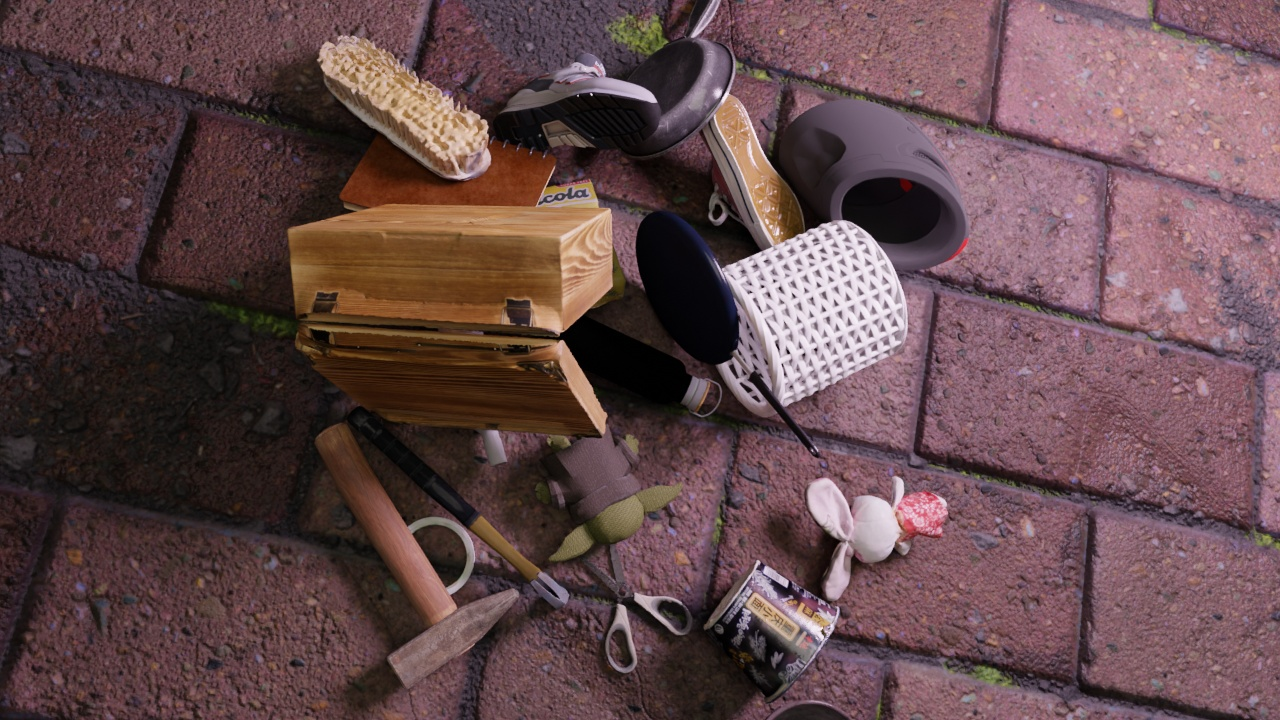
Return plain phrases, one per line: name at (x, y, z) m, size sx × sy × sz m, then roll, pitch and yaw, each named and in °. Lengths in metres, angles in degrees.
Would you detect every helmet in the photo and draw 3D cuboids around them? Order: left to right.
helmet at (0.301, -0.240, 1.192) m, size 0.264 × 0.165 × 0.169 m, roll 26°, pitch 40°, yaw -16°

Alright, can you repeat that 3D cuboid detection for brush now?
brush at (-0.293, -0.313, 1.136) m, size 0.271 × 0.057 × 0.083 m, roll 38°, pitch 64°, yaw 17°

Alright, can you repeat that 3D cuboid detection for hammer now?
hammer at (-0.277, 0.201, 1.052) m, size 0.157 × 0.037 × 0.301 m, roll -32°, pitch 85°, yaw -14°
hammer at (-0.211, 0.170, 1.061) m, size 0.333 × 0.118 × 0.025 m, roll 40°, pitch 76°, yaw 6°

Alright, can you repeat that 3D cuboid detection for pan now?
pan at (0.059, -0.411, 1.213) m, size 0.055 × 0.188 × 0.356 m, roll 38°, pitch 55°, yaw -40°
pan at (0.094, -0.025, 1.071) m, size 0.021 × 0.199 × 0.356 m, roll -28°, pitch 67°, yaw -21°

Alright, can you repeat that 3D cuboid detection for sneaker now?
sneaker at (-0.069, -0.335, 1.156) m, size 0.240 × 0.089 × 0.124 m, roll 3°, pitch 53°, yaw 29°
sneaker at (0.130, -0.228, 1.203) m, size 0.118 × 0.088 × 0.241 m, roll -42°, pitch 111°, yaw -34°

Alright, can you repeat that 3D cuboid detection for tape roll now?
tape roll at (-0.243, 0.232, 1.081) m, size 0.093 × 0.018 × 0.093 m, roll 2°, pitch 79°, yaw -9°

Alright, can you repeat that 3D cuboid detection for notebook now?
notebook at (-0.232, -0.224, 1.136) m, size 0.225 × 0.024 × 0.167 m, roll 16°, pitch 58°, yaw 4°

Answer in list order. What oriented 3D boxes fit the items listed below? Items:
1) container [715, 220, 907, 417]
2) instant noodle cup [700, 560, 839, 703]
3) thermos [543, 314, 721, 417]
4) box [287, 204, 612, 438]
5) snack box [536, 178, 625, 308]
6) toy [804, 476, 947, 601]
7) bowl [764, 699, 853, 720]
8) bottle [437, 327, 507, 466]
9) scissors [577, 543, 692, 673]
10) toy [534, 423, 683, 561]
container at (0.193, -0.053, 1.124) m, size 0.186 × 0.189 × 0.189 m, roll -24°, pitch 83°, yaw -14°
instant noodle cup at (0.148, 0.309, 1.077) m, size 0.112 × 0.137 × 0.137 m, roll 39°, pitch 75°, yaw 9°
thermos at (-0.007, 0.007, 1.144) m, size 0.231 × 0.061 × 0.061 m, roll 25°, pitch 75°, yaw -3°
box at (-0.187, -0.024, 0.965) m, size 0.279 × 0.269 × 0.264 m, roll 4°, pitch 104°, yaw 10°
snack box at (-0.097, -0.142, 1.140) m, size 0.121 × 0.045 × 0.180 m, roll -12°, pitch 58°, yaw -11°
toy at (0.299, 0.204, 1.144) m, size 0.194 × 0.084 × 0.159 m, roll -16°, pitch 100°, yaw -15°
bowl at (0.188, 0.469, 1.074) m, size 0.145 × 0.067 × 0.144 m, roll 2°, pitch 78°, yaw -9°
bottle at (-0.199, 0.032, 1.112) m, size 0.052 × 0.052 × 0.195 m, roll -16°, pitch 81°, yaw -12°
scissors at (-0.011, 0.296, 1.108) m, size 0.168 × 0.013 × 0.157 m, roll 14°, pitch 74°, yaw -5°
toy at (-0.054, 0.146, 1.099) m, size 0.179 × 0.078 × 0.152 m, roll -28°, pitch 91°, yaw -12°
